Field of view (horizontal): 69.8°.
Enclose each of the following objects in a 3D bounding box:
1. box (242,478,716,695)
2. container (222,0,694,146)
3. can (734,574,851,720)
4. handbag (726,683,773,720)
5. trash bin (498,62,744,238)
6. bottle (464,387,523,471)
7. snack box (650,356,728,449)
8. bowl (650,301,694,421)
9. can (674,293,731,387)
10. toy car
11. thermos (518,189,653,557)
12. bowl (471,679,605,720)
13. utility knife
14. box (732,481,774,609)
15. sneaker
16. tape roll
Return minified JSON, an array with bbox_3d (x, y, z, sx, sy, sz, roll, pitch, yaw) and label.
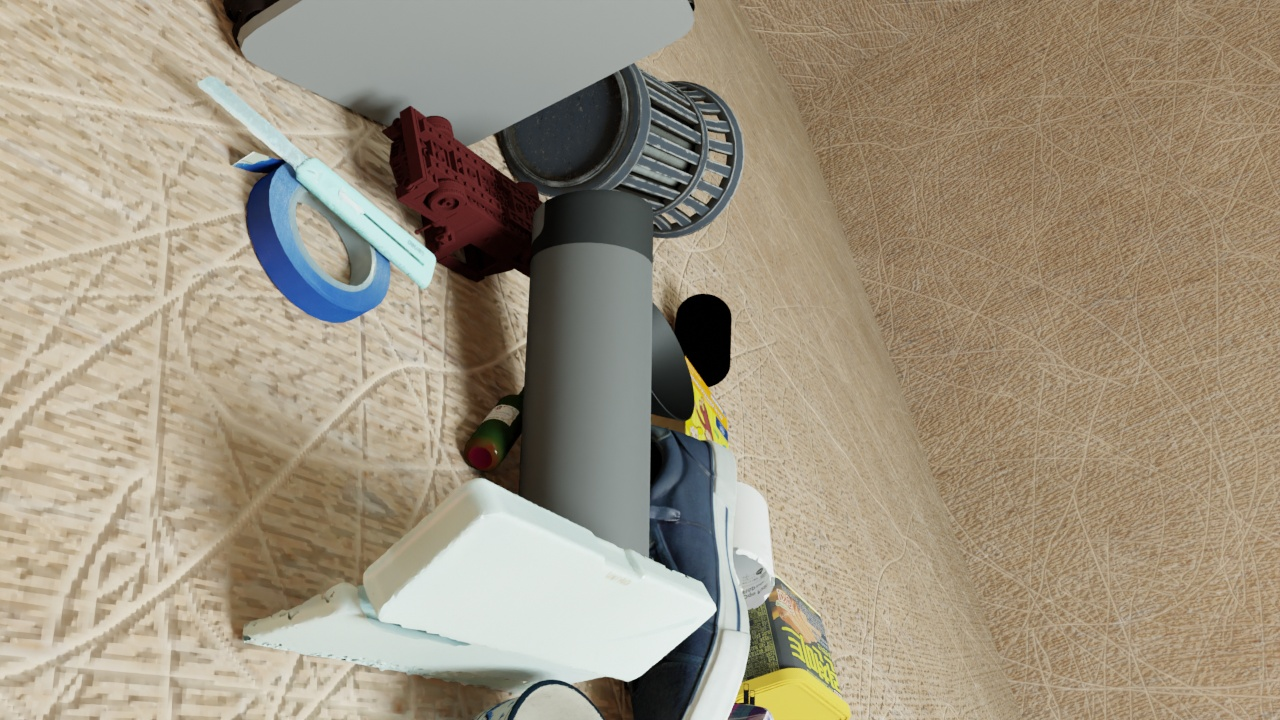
[{"bbox_3d":[-0.059,0.123,0.424,0.197,0.136,0.043,40,23,-50],"label":"box"},{"bbox_3d":[-0.127,-0.315,0.591,0.247,0.246,0.243,9,63,-66],"label":"container"},{"bbox_3d":[0.124,0.265,0.821,0.131,0.073,0.100,46,26,-42],"label":"can"},{"bbox_3d":[0.071,0.330,0.631,0.144,0.068,0.170,-39,114,-53],"label":"handbag"},{"bbox_3d":[-0.017,-0.209,0.871,0.227,0.165,0.164,-4,71,-65],"label":"trash bin"},{"bbox_3d":[-0.088,0.039,0.608,0.025,0.025,0.105,60,21,-15],"label":"bottle"},{"bbox_3d":[0.047,0.072,0.882,0.088,0.040,0.125,53,24,-32],"label":"snack box"},{"bbox_3d":[-0.005,0.005,0.810,0.124,0.053,0.123,51,25,-36],"label":"bowl"},{"bbox_3d":[0.068,-0.024,1.005,0.063,0.063,0.114,56,23,-25],"label":"can"},{"bbox_3d":[-0.117,-0.103,0.636,0.169,0.062,0.070,29,42,-58],"label":"toy car"},{"bbox_3d":[-0.034,0.014,0.593,0.082,0.082,0.240,29,58,-58],"label":"thermos"},{"bbox_3d":[-0.056,0.219,0.440,0.115,0.059,0.115,51,25,-36],"label":"bowl"},{"bbox_3d":[-0.174,-0.096,0.508,0.168,0.015,0.022,44,61,-43],"label":"utility knife"},{"bbox_3d":[0.069,0.171,0.774,0.092,0.081,0.160,40,24,-21],"label":"box"},{"bbox_3d":[0.004,0.145,0.650,0.127,0.121,0.293,26,34,-16],"label":"sneaker"},{"bbox_3d":[-0.177,-0.067,0.513,0.091,0.016,0.093,-1,68,-68],"label":"tape roll"}]
